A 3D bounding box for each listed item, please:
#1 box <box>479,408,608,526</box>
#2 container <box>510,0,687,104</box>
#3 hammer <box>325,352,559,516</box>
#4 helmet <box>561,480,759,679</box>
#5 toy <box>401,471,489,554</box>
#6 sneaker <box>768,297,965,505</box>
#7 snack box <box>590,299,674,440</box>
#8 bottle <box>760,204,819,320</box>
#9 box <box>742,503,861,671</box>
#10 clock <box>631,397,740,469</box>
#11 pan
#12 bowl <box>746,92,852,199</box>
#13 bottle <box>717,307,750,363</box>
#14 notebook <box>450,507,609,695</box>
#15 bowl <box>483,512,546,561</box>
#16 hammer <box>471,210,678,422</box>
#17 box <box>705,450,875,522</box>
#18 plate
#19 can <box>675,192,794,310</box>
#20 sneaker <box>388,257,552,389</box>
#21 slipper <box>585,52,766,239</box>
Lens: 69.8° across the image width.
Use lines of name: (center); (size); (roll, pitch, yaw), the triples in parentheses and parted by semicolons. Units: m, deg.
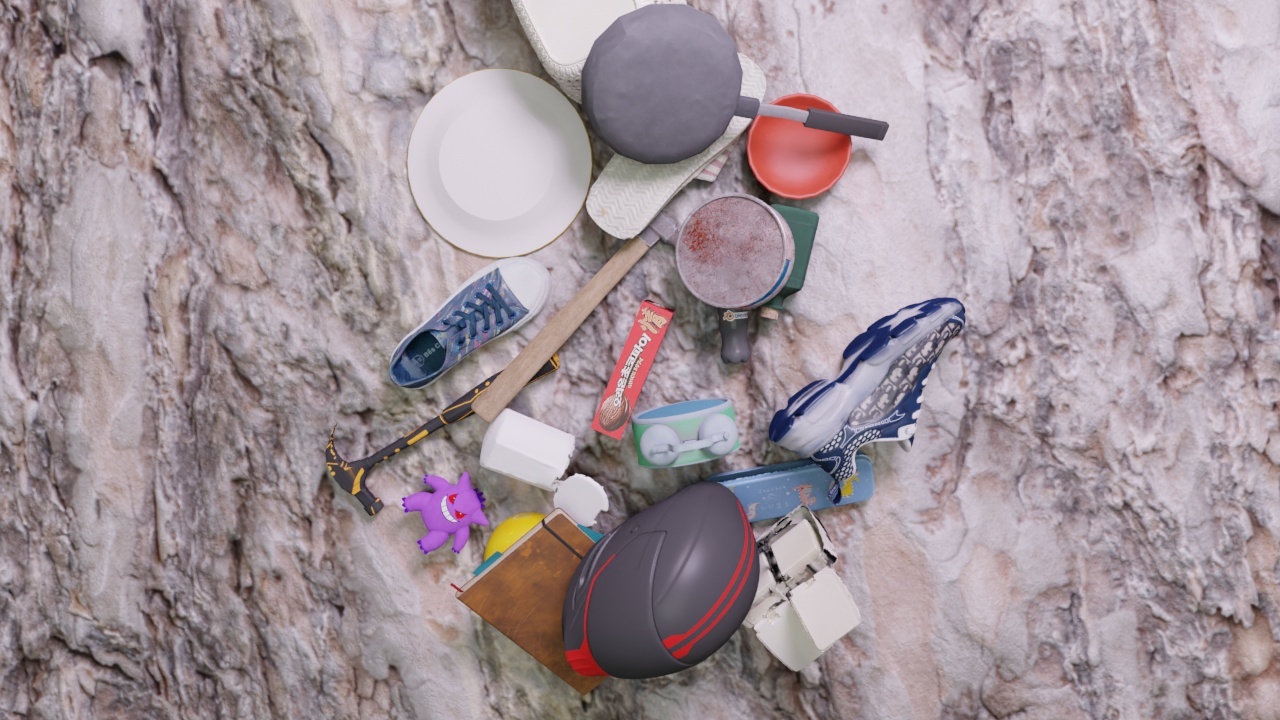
box: (-0.113, 0.129, 1.102); (0.162, 0.112, 0.085); (22, 114, -11)
container: (-0.060, -0.422, 1.035); (0.185, 0.142, 0.246); (-24, 93, 18)
hammer: (-0.243, 0.069, 1.138); (0.321, 0.036, 0.123); (-31, 105, 5)
helmet: (0.042, 0.252, 1.036); (0.164, 0.170, 0.264); (53, 57, -24)
toy: (-0.238, 0.187, 1.142); (0.088, 0.056, 0.106); (-25, 83, 1)
sneaker: (0.287, 0.043, 1.072); (0.269, 0.103, 0.132); (-41, 96, -1)
snack box: (-0.006, 0.006, 1.073); (0.036, 0.132, 0.152); (23, 96, 1)
bottle: (0.167, -0.114, 1.088); (0.061, 0.061, 0.131); (13, 95, 4)
box: (0.183, 0.276, 1.077); (0.146, 0.185, 0.095); (-40, 134, 15)
clock: (0.054, 0.090, 1.060); (0.122, 0.161, 0.075); (-11, 94, -1)
pan: (0.111, -0.279, 1.008); (0.357, 0.041, 0.179); (6, 129, -15)
bowl: (0.186, -0.252, 1.088); (0.122, 0.035, 0.122); (0, 95, 3)
bottle: (0.112, -0.051, 1.109); (0.036, 0.036, 0.110); (-4, 95, 4)
notebook: (-0.082, 0.287, 1.108); (0.178, 0.014, 0.249); (-40, 117, 6)
bowl: (-0.139, 0.252, 1.134); (0.117, 0.067, 0.117); (0, 95, 3)
hammer: (-0.079, -0.055, 1.102); (0.119, 0.031, 0.331); (42, 87, 2)
box: (0.181, 0.160, 1.118); (0.210, 0.049, 0.066); (-11, 96, 5)
plate: (-0.174, -0.241, 1.118); (0.230, 0.021, 0.230); (0, 95, 3)
can: (0.108, -0.123, 1.049); (0.130, 0.044, 0.130); (0, 91, 21)
sneaker: (-0.213, -0.046, 1.108); (0.235, 0.079, 0.087); (-35, 92, 6)
slipper: (0.043, -0.251, 1.088); (0.115, 0.052, 0.263); (42, 90, 0)
